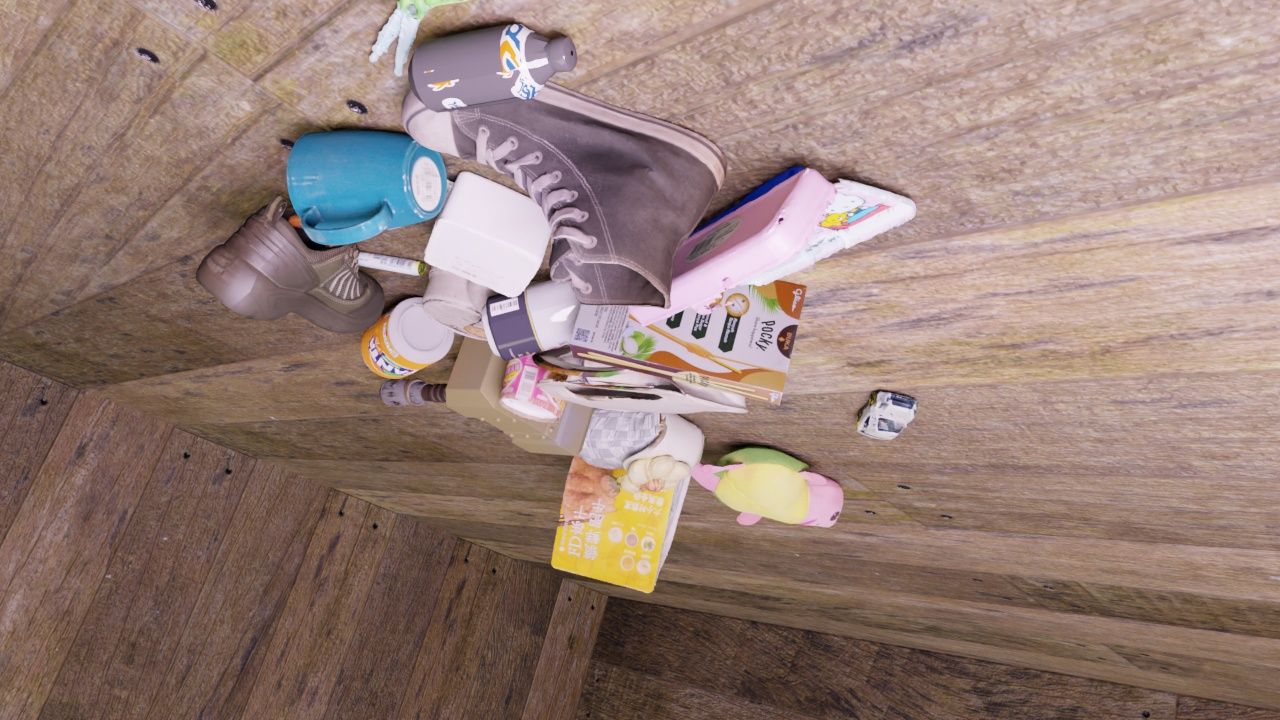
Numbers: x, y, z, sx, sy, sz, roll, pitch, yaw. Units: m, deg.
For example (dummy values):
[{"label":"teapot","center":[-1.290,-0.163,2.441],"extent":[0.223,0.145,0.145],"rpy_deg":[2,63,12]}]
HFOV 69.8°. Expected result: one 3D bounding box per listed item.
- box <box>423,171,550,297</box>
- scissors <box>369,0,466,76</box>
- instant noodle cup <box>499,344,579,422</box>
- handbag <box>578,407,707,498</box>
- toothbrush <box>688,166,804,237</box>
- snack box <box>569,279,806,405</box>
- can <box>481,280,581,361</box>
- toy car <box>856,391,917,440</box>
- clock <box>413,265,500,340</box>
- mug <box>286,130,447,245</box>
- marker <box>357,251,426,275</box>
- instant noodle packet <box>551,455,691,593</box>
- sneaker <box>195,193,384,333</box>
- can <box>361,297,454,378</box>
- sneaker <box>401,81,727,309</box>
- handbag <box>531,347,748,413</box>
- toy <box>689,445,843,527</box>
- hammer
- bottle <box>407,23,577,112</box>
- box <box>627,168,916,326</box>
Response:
[{"label":"box","center":[-0.133,-0.118,0.811],"extent":[0.102,0.076,0.107],"rpy_deg":[23,157,-13]},{"label":"scissors","center":[-0.137,-0.219,0.580],"extent":[0.078,0.032,0.176],"rpy_deg":[21,164,-19]},{"label":"instant noodle cup","center":[-0.107,0.007,1.014],"extent":[0.098,0.108,0.098],"rpy_deg":[15,160,5]},{"label":"handbag","center":[-0.014,0.120,1.221],"extent":[0.172,0.123,0.112],"rpy_deg":[-6,157,34]},{"label":"toothbrush","center":[0.072,-0.110,0.703],"extent":[0.018,0.016,0.183],"rpy_deg":[19,161,-22]},{"label":"snack box","center":[0.042,-0.033,0.803],"extent":[0.186,0.100,0.032],"rpy_deg":[13,160,9]},{"label":"can","center":[-0.083,-0.044,0.876],"extent":[0.127,0.064,0.064],"rpy_deg":[-15,156,3]},{"label":"toy car","center":[0.263,0.063,0.990],"extent":[0.048,0.033,0.105],"rpy_deg":[16,159,6]},{"label":"clock","center":[-0.170,-0.060,0.953],"extent":[0.103,0.061,0.157],"rpy_deg":[27,159,-27]},{"label":"mug","center":[-0.219,-0.133,0.730],"extent":[0.104,0.111,0.084],"rpy_deg":[2,138,19]},{"label":"marker","center":[-0.299,-0.109,0.988],"extent":[0.146,0.017,0.017],"rpy_deg":[11,159,16]},{"label":"instant noodle packet","center":[-0.027,0.209,1.323],"extent":[0.163,0.221,0.084],"rpy_deg":[10,163,20]},{"label":"sneaker","center":[-0.310,-0.112,0.891],"extent":[0.101,0.143,0.237],"rpy_deg":[36,-173,12]},{"label":"can","center":[-0.285,-0.024,1.110],"extent":[0.079,0.079,0.143],"rpy_deg":[26,158,-25]},{"label":"sneaker","center":[-0.068,-0.118,0.641],"extent":[0.235,0.119,0.095],"rpy_deg":[19,160,-1]},{"label":"handbag","center":[-0.005,0.005,0.909],"extent":[0.201,0.093,0.199],"rpy_deg":[-1,176,37]},{"label":"toy","center":[0.181,0.173,1.264],"extent":[0.238,0.087,0.191],"rpy_deg":[18,141,-19]},{"label":"hammer","center":[-0.238,0.043,1.220],"extent":[0.326,0.100,0.190],"rpy_deg":[-1,154,39]},{"label":"bottle","center":[-0.093,-0.186,0.580],"extent":[0.112,0.047,0.047],"rpy_deg":[-2,154,24]},{"label":"box","center":[0.084,-0.086,0.677],"extent":[0.202,0.149,0.073],"rpy_deg":[-22,93,58]}]
